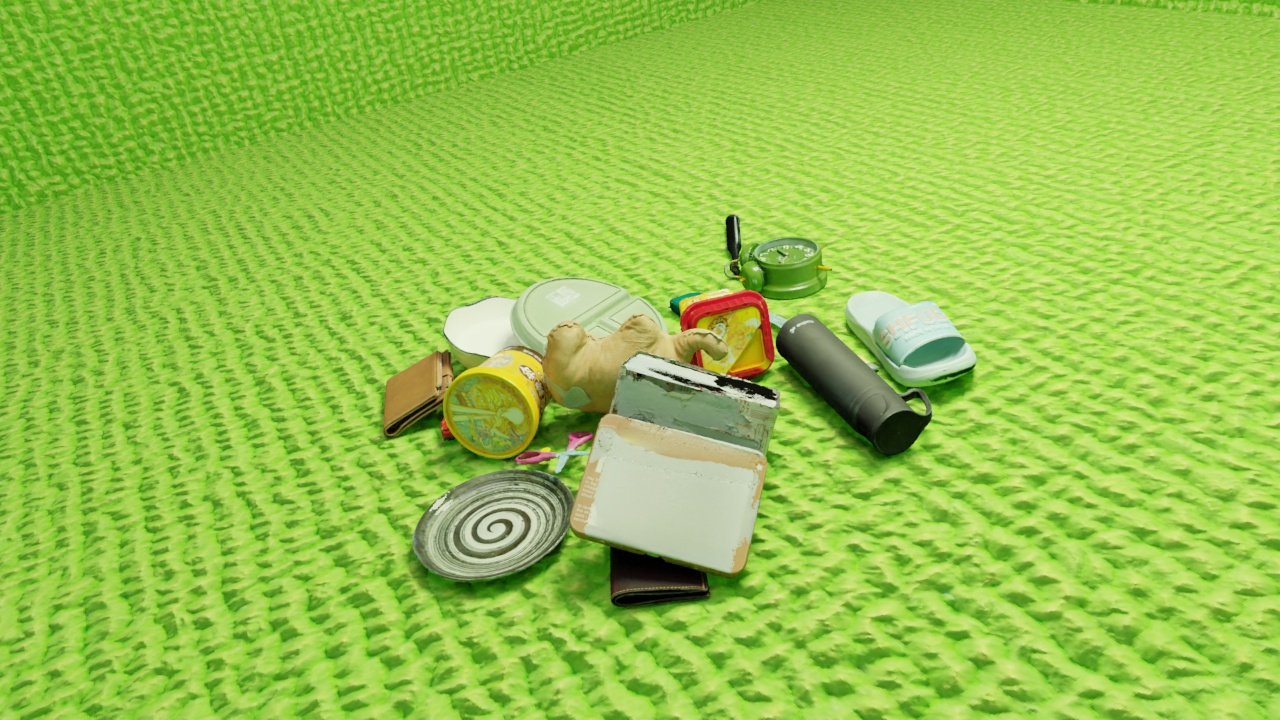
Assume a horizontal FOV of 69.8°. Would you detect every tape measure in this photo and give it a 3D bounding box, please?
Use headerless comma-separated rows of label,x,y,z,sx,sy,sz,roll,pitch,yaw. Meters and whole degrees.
tape measure,0.077,-0.083,1.371,0.054,0.025,0.058,-23,33,-19

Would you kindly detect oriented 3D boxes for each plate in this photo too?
plate,-0.156,0.181,0.998,0.179,0.024,0.179,-8,32,5
plate,-0.067,-0.052,1.280,0.230,0.028,0.229,12,34,-8
plate,-0.175,-0.030,1.299,0.205,0.046,0.204,4,27,-2

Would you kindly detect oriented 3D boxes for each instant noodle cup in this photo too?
instant noodle cup,0.105,-0.040,1.217,0.116,0.116,0.123,-14,19,-6
instant noodle cup,-0.168,0.045,1.147,0.118,0.118,0.114,0,23,16

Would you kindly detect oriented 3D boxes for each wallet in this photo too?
wallet,0.017,0.197,0.925,0.096,0.020,0.122,-4,29,0
wallet,-0.298,0.036,1.245,0.119,0.035,0.130,-29,30,4

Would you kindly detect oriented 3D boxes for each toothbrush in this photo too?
toothbrush,0.155,-0.192,1.529,0.026,0.027,0.212,-41,20,25

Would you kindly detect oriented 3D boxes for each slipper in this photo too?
slipper,0.342,-0.044,1.179,0.104,0.074,0.245,-14,29,-9

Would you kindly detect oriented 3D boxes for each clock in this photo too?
clock,0.208,-0.143,1.402,0.161,0.056,0.116,-5,30,9

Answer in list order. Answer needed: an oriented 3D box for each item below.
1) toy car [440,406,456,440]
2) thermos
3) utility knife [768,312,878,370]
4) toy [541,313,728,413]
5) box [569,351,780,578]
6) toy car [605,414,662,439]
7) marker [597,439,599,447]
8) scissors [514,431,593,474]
toy car,-0.236,0.068,1.206,0.049,0.031,0.106,-10,28,-2
thermos,0.255,0.022,1.103,0.090,0.068,0.242,-18,33,-12
utility knife,0.236,-0.028,1.236,0.030,0.021,0.208,-24,40,-25
toy,-0.007,0.007,1.124,0.226,0.144,0.082,-5,43,1
box,0.047,0.089,0.962,0.179,0.133,0.270,15,38,6
toy car,0.016,0.082,1.102,0.120,0.037,0.054,-16,34,-30
marker,-0.045,0.111,1.087,0.015,0.018,0.123,2,32,5
scissors,-0.086,0.108,1.084,0.134,0.017,0.131,-6,15,38
